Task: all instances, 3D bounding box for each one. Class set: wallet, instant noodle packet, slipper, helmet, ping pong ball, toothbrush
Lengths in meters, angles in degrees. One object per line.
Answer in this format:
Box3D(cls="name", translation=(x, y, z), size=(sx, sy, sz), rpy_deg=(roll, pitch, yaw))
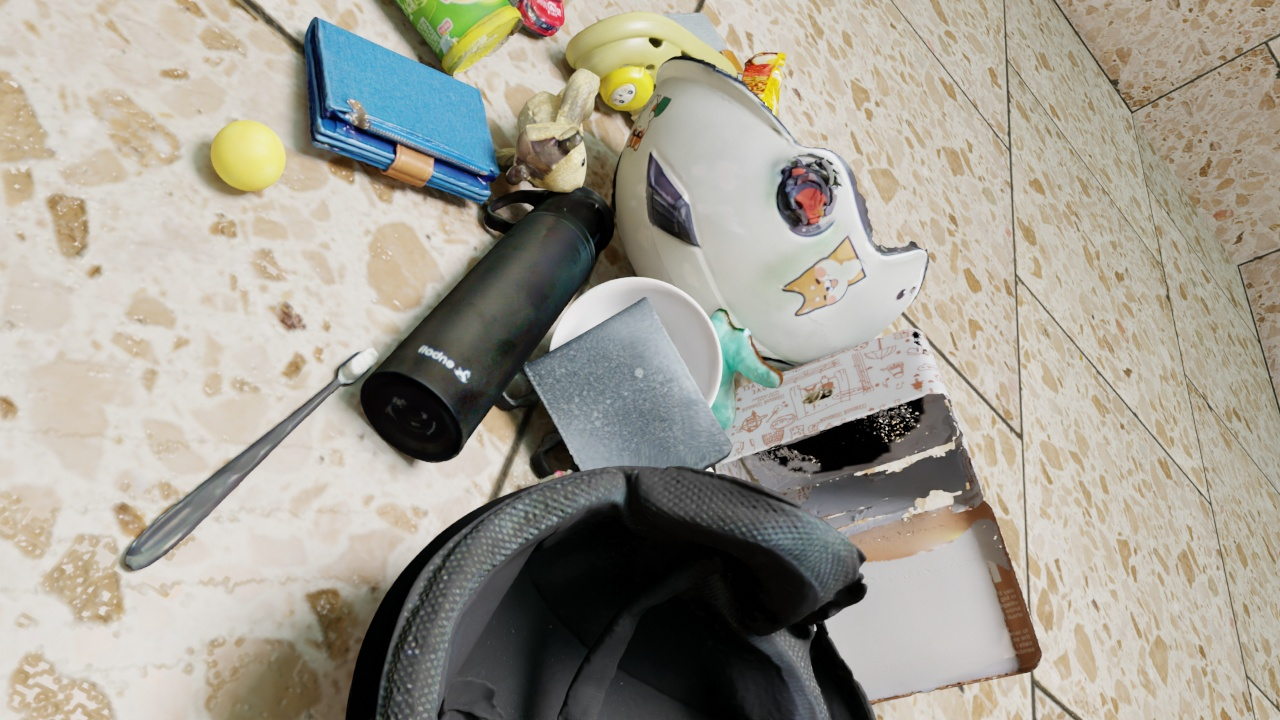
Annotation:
Box3D(cls="wallet", translation=(-0.008, 0.033, 0.608), size=(0.121, 0.097, 0.019), rpy_deg=(61, -3, 1))
Box3D(cls="instant noodle packet", translation=(0.110, -0.225, 0.898), size=(0.044, 0.129, 0.110), rpy_deg=(14, 47, 12))
Box3D(cls="slipper", translation=(0.021, -0.250, 0.831), size=(0.190, 0.092, 0.081), rpy_deg=(4, 71, -46))
Box3D(cls="helmet", translation=(-0.011, 0.183, 0.444), size=(0.274, 0.231, 0.232), rpy_deg=(45, 60, -17))
Box3D(cls="wallet", translation=(-0.163, -0.169, 0.632), size=(0.133, 0.040, 0.106), rpy_deg=(13, 51, -42))
Box3D(cls="helmet", translation=(0.076, -0.087, 0.728), size=(0.274, 0.230, 0.157), rpy_deg=(40, 86, -26))
Box3D(cls="ping pong ball", translation=(-0.227, -0.119, 0.532), size=(0.040, 0.040, 0.040), rpy_deg=(24, 53, -36))
Box3D(cls="toothbrush", translation=(-0.200, 0.045, 0.490), size=(0.015, 0.018, 0.180), rpy_deg=(53, 42, -15))
Box3D(cls="wallet", translation=(0.076, -0.303, 0.957), size=(0.106, 0.037, 0.129), rpy_deg=(-31, 92, -49))

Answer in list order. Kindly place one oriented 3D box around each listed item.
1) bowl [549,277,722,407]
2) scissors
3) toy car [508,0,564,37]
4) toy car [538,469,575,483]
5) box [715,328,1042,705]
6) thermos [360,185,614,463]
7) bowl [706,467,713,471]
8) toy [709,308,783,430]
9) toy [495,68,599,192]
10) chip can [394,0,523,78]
Box3D(cls="bowl", translation=(-0.004, 0.004, 0.651), size=(0.118, 0.118, 0.065), rpy_deg=(63, -1, 2))
Box3D(cls="scissors", translation=(-0.040, 0.026, 0.672), size=(0.162, 0.014, 0.165), rpy_deg=(26, 50, -38))
Box3D(cls="toy car", translation=(-0.092, -0.339, 0.785), size=(0.052, 0.045, 0.120), rpy_deg=(-1, 79, -54))
Box3D(cls="toy car", translation=(-0.055, 0.116, 0.581), size=(0.042, 0.035, 0.090), rpy_deg=(82, 12, -53))
Box3D(cls="box", translation=(0.175, 0.124, 0.702), size=(0.130, 0.179, 0.272), rpy_deg=(-47, 116, -71))
Box3D(cls="thermos", translation=(-0.100, -0.041, 0.614), size=(0.090, 0.069, 0.241), rpy_deg=(23, 43, 6))
Box3D(cls="bowl", translation=(0.018, 0.101, 0.651), size=(0.113, 0.062, 0.113), rpy_deg=(24, 53, -37))
Box3D(cls="toy", translation=(0.059, 0.011, 0.660), size=(0.030, 0.092, 0.096), rpy_deg=(-11, 33, -42))
Box3D(cls="toy", translation=(-0.063, -0.172, 0.695), size=(0.066, 0.105, 0.157), rpy_deg=(50, 21, -22))
Box3D(cls="chip can", translation=(-0.181, -0.320, 0.670), size=(0.221, 0.073, 0.072), rpy_deg=(52, 41, -11))
